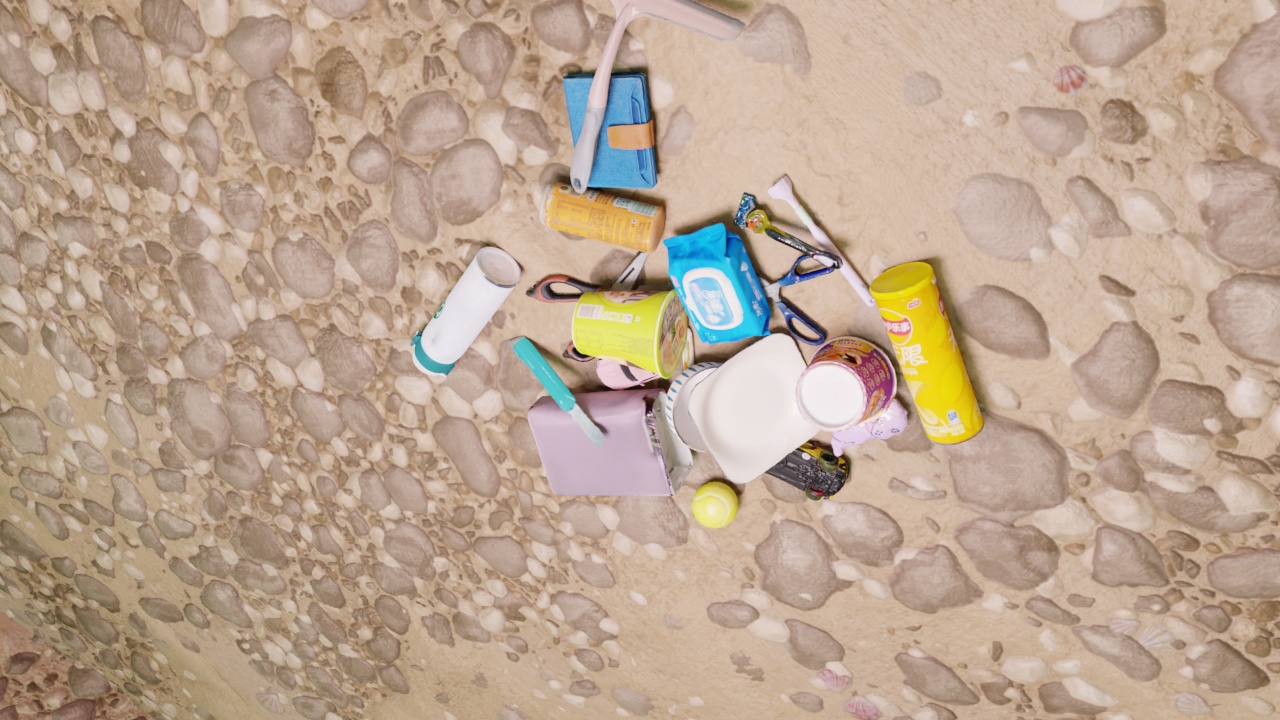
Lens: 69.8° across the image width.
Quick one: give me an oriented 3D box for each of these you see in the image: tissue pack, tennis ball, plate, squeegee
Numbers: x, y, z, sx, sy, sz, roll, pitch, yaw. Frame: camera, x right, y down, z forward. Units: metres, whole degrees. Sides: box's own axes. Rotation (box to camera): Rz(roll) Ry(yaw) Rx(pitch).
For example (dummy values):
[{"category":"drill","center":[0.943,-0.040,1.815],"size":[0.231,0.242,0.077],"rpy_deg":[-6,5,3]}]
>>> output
[{"category":"tissue pack","center":[0.091,-0.088,1.102],"size":[0.095,0.052,0.157],"rpy_deg":[-7,121,36]},{"category":"tennis ball","center":[0.105,0.204,1.294],"size":[0.065,0.065,0.066],"rpy_deg":[11,125,16]},{"category":"plate","center":[0.145,0.058,1.160],"size":[0.163,0.034,0.164],"rpy_deg":[-34,114,-9]},{"category":"squeegee","center":[-0.041,-0.293,1.006],"size":[0.248,0.040,0.250],"rpy_deg":[28,123,14]}]

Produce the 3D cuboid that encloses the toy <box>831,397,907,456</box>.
[{"category":"toy","center":[0.281,0.073,1.153],"size":[0.108,0.038,0.084],"rpy_deg":[-17,107,32]}]

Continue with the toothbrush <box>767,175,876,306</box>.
[{"category":"toothbrush","center":[0.214,-0.133,1.058],"size":[0.029,0.021,0.189],"rpy_deg":[-41,104,4]}]

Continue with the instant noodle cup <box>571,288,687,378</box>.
[{"category":"instant noodle cup","center":[-0.016,-0.041,1.150],"size":[0.123,0.111,0.112],"rpy_deg":[8,124,21]}]

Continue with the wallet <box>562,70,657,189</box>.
[{"category":"wallet","center":[-0.033,-0.264,1.063],"size":[0.106,0.040,0.133],"rpy_deg":[7,124,24]}]

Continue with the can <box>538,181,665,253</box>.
[{"category":"can","center":[-0.046,-0.174,1.113],"size":[0.146,0.058,0.058],"rpy_deg":[16,126,12]}]

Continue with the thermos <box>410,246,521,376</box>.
[{"category":"thermos","center":[-0.248,-0.061,1.266],"size":[0.073,0.073,0.225],"rpy_deg":[40,128,-6]}]

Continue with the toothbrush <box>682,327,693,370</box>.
[{"category":"toothbrush","center":[0.065,0.039,1.232],"size":[0.016,0.018,0.192],"rpy_deg":[6,124,17]}]

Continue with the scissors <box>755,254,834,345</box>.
[{"category":"scissors","center":[0.169,-0.079,1.109],"size":[0.173,0.012,0.162],"rpy_deg":[-18,118,38]}]

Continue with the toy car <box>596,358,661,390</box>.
[{"category":"toy car","center":[-0.007,0.007,1.231],"size":[0.123,0.037,0.056],"rpy_deg":[-21,110,33]}]

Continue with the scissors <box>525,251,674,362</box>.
[{"category":"scissors","center":[-0.052,-0.074,1.208],"size":[0.227,0.015,0.189],"rpy_deg":[9,125,17]}]

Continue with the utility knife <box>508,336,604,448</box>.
[{"category":"utility knife","center":[-0.114,0.039,1.243],"size":[0.029,0.013,0.223],"rpy_deg":[-45,60,6]}]

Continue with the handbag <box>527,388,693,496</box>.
[{"category":"handbag","center":[-0.042,0.109,1.271],"size":[0.197,0.098,0.145],"rpy_deg":[-4,121,28]}]

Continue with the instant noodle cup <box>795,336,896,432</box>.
[{"category":"instant noodle cup","center":[0.238,0.032,1.088],"size":[0.112,0.099,0.111],"rpy_deg":[6,102,26]}]

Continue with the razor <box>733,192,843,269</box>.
[{"category":"razor","center":[0.167,-0.140,1.049],"size":[0.143,0.022,0.043],"rpy_deg":[33,132,19]}]

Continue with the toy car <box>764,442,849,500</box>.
[{"category":"toy car","center":[0.201,0.131,1.222],"size":[0.156,0.041,0.071],"rpy_deg":[22,127,11]}]

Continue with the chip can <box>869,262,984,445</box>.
[{"category":"chip can","center":[0.332,-0.006,1.060],"size":[0.072,0.071,0.213],"rpy_deg":[-13,116,29]}]

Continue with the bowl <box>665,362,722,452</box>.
[{"category":"bowl","center":[0.083,0.054,1.193],"size":[0.116,0.066,0.116],"rpy_deg":[-6,107,-20]}]
